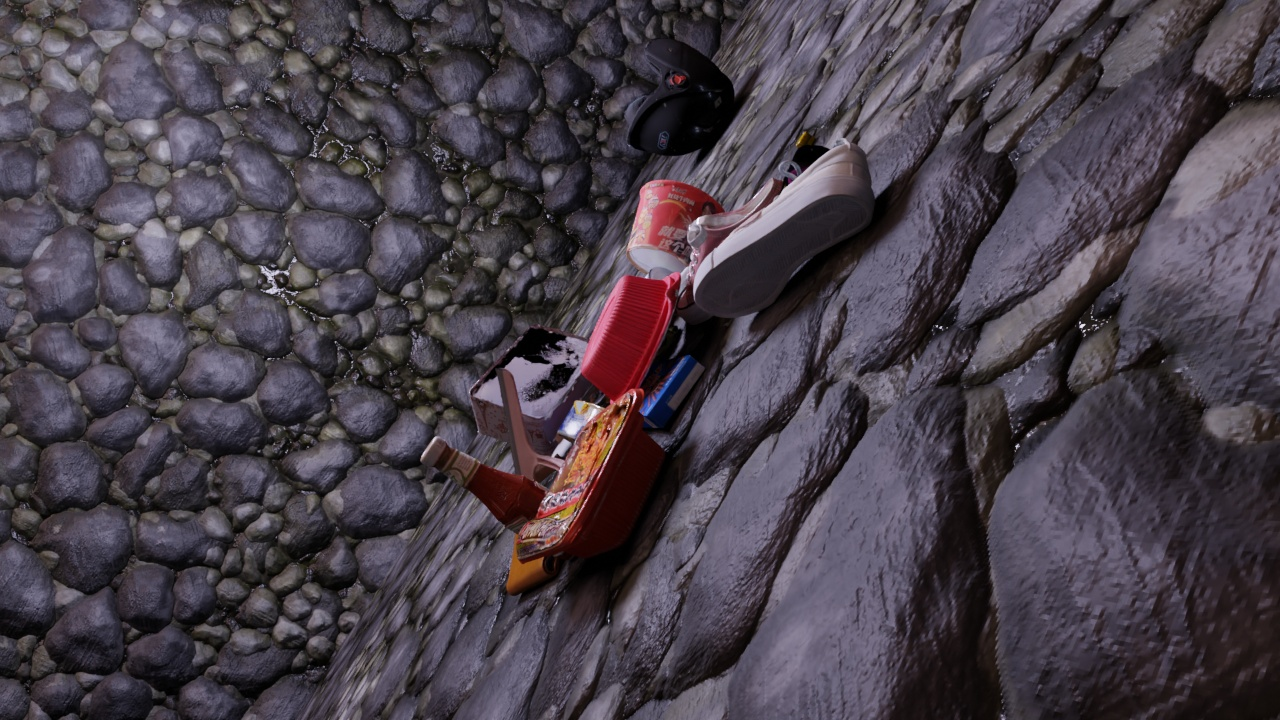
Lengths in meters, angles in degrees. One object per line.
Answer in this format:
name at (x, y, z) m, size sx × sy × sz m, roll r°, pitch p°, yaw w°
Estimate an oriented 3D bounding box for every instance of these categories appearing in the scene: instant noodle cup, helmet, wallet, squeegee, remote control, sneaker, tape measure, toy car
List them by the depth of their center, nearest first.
sneaker at (0.132, -0.129, 0.901) m, size 0.243 × 0.089 × 0.090 m, roll -38°, pitch 36°, yaw 49°
instant noodle cup at (-0.045, 0.132, 0.958) m, size 0.165 × 0.079 × 0.188 m, roll -36°, pitch 25°, yaw 59°
tape measure at (0.185, -0.199, 0.971) m, size 0.039 × 0.058 × 0.057 m, roll -58°, pitch -10°, yaw -30°
sneaker at (0.094, -0.137, 1.097) m, size 0.242 × 0.088 × 0.118 m, roll -51°, pitch 11°, yaw 48°
instant noodle cup at (-0.018, -0.033, 1.116) m, size 0.194 × 0.066 × 0.193 m, roll -62°, pitch 10°, yaw 18°
wallet at (-0.128, 0.221, 1.137) m, size 0.131 × 0.035 × 0.118 m, roll 138°, pitch 138°, yaw -54°
squeegee at (-0.094, 0.142, 1.137) m, size 0.040 × 0.248 × 0.250 m, roll -16°, pitch 16°, yaw -28°
remote control at (0.051, -0.085, 1.242) m, size 0.135 × 0.020 × 0.056 m, roll -53°, pitch -21°, yaw -64°
toy car at (-0.007, 0.007, 1.249) m, size 0.158 × 0.042 × 0.070 m, roll -48°, pitch 10°, yaw -1°
instant noodle cup at (0.048, -0.187, 1.369) m, size 0.108 × 0.138 × 0.138 m, roll -69°, pitch 14°, yaw -18°
helmet at (0.081, -0.575, 2.069) m, size 0.274 × 0.230 × 0.234 m, roll -61°, pitch -3°, yaw -29°

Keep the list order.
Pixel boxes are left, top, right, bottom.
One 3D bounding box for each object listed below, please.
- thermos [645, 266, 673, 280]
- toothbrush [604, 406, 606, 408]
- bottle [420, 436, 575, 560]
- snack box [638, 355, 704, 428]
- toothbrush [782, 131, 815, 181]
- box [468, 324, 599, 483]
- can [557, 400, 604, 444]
thermos at (-0.016, -0.045, 1.396) m, size 0.225 × 0.073 × 0.073 m, roll -48°, pitch 13°, yaw 39°
toothbrush at (-0.070, 0.118, 1.293) m, size 0.017 × 0.014 × 0.188 m, roll -40°, pitch 18°, yaw 34°
bottle at (-0.151, 0.152, 1.031) m, size 0.060 × 0.206 × 0.059 m, roll -53°, pitch 12°, yaw 17°
snack box at (0.019, 0.039, 1.080) m, size 0.084 × 0.026 × 0.157 m, roll -54°, pitch 10°, yaw -12°
toothbrush at (0.174, -0.217, 1.178) m, size 0.190 × 0.016 × 0.016 m, roll -59°, pitch 10°, yaw -13°
box at (-0.127, 0.078, 1.340) m, size 0.182 × 0.154 × 0.181 m, roll -51°, pitch -30°, yaw -39°
can at (-0.052, 0.089, 1.125) m, size 0.049 × 0.074 × 0.148 m, roll -59°, pitch 20°, yaw -10°
